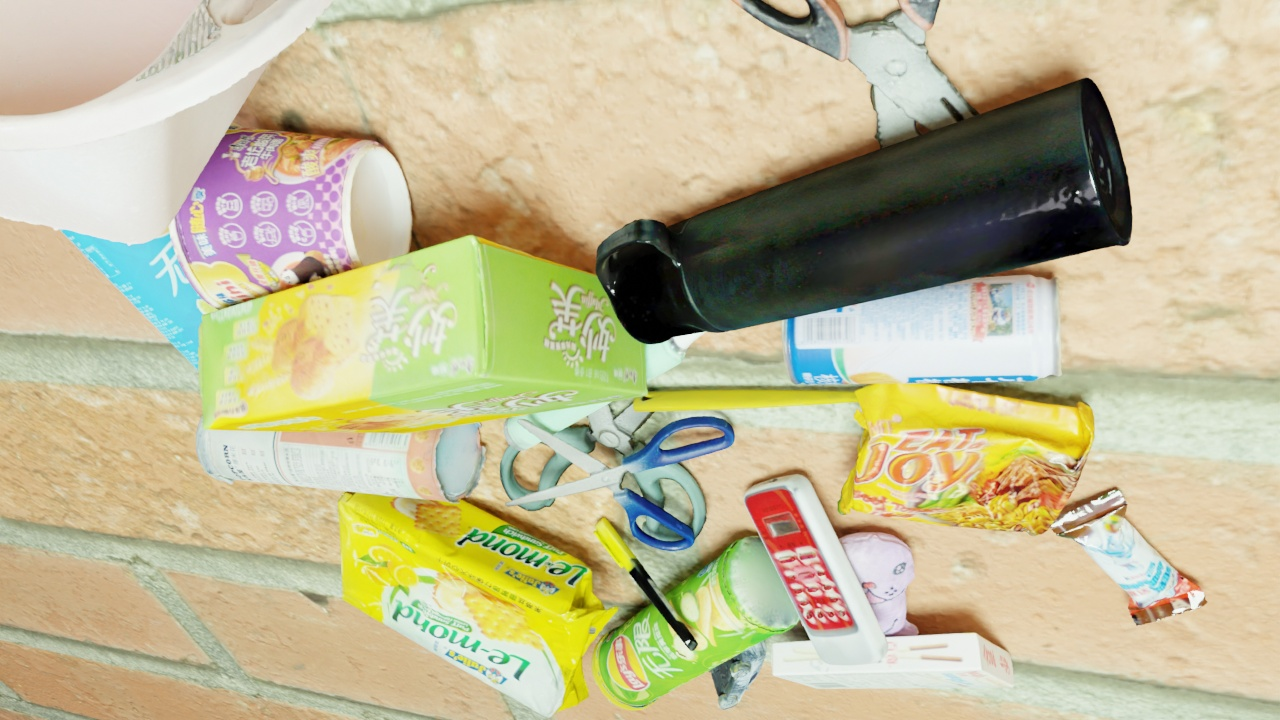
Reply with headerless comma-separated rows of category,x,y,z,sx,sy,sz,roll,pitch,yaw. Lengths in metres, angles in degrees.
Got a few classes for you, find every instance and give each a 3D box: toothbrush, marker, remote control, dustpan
toothbrush,0.086,0.026,0.563,0.190,0.015,0.017,-2,136,21
marker,0.003,0.166,0.682,0.124,0.015,0.018,48,180,32
toothbrush,-0.003,0.003,0.567,0.225,0.026,0.027,-30,75,32
remote control,0.116,0.142,0.617,0.056,0.020,0.136,-25,91,48
dustpan,-0.258,-0.173,0.393,0.273,0.222,0.139,17,149,-11

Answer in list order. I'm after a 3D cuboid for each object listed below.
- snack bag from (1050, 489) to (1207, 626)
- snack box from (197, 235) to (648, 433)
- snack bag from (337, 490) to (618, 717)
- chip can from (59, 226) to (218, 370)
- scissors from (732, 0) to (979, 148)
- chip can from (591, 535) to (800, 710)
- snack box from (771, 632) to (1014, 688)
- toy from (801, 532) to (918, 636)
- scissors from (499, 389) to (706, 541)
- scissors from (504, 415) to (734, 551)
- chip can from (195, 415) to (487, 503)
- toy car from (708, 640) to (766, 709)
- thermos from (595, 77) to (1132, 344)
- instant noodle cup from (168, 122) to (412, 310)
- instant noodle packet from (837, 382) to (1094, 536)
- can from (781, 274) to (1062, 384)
snack bag,0.298,0.122,0.561,0.048,0.026,0.104,-34,113,28
snack box,-0.122,-0.003,0.529,0.210,0.070,0.157,-10,170,30
snack bag,-0.141,0.186,0.757,0.246,0.068,0.158,26,134,11
chip can,-0.309,-0.055,0.619,0.071,0.071,0.210,-13,126,32
scissors,0.102,-0.149,0.396,0.189,0.015,0.227,15,136,10
chip can,0.041,0.209,0.717,0.072,0.072,0.222,33,135,-9
snack box,0.185,0.226,0.683,0.157,0.026,0.084,-14,149,32
toy,0.156,0.157,0.643,0.084,0.038,0.108,1,132,9
scissors,-0.037,0.079,0.662,0.181,0.019,0.170,-8,127,24
scissors,-0.010,0.078,0.618,0.163,0.012,0.173,-35,123,27
chip can,-0.228,0.065,0.696,0.215,0.071,0.071,2,132,21
toy car,0.080,0.254,0.767,0.034,0.043,0.091,-5,133,-19
thermos,0.085,-0.059,0.428,0.243,0.068,0.090,-13,159,38
instant noodle cup,-0.192,-0.081,0.525,0.099,0.111,0.112,2,132,12
instant noodle packet,0.181,0.060,0.525,0.128,0.044,0.111,6,138,7
can,0.145,-0.015,0.477,0.135,0.053,0.053,-2,130,24
